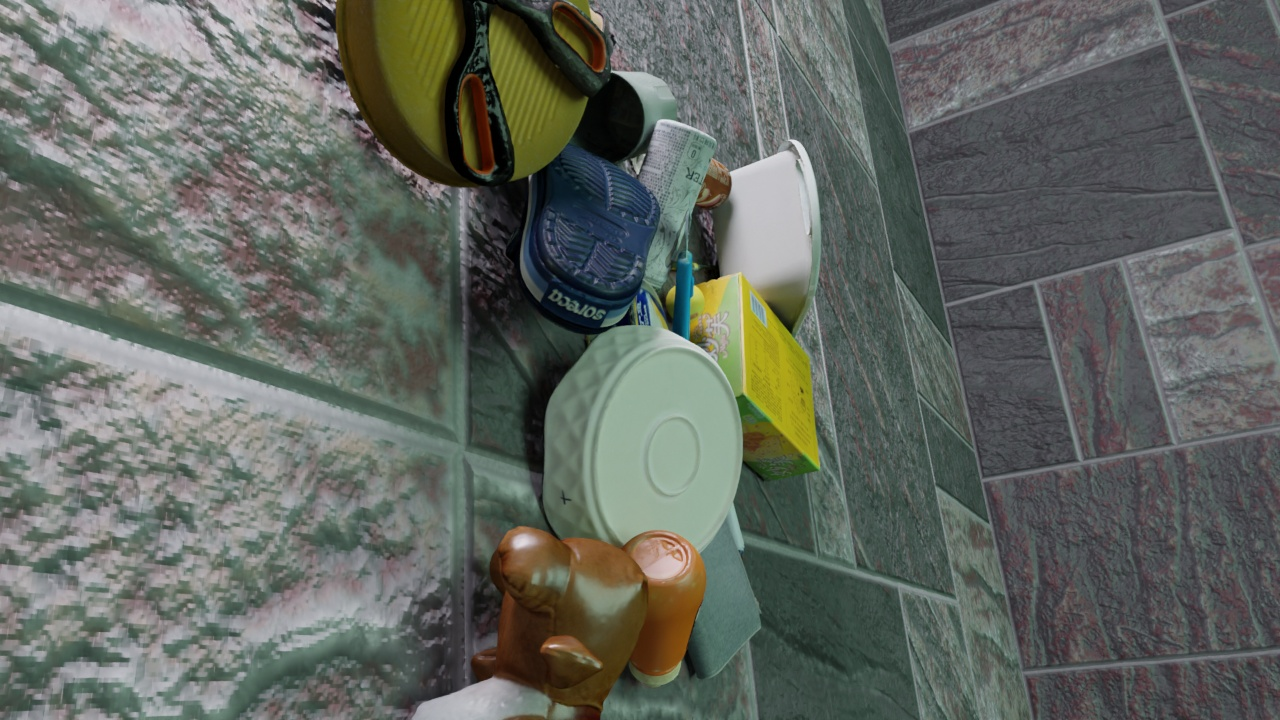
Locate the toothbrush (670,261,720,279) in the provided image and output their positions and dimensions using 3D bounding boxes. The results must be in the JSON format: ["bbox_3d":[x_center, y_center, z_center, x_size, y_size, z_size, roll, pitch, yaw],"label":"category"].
[{"bbox_3d":[0.053,-0.100,1.013,0.185,0.012,0.017,-8,95,-64],"label":"toothbrush"}]

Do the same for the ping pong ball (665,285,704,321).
[{"bbox_3d":[0.046,-0.059,0.942,0.040,0.040,0.040,39,43,-50],"label":"ping pong ball"}]

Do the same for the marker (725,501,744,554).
[{"bbox_3d":[0.084,0.134,0.940,0.022,0.018,0.130,-1,77,-73],"label":"marker"}]

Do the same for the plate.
[{"bbox_3d":[0.012,0.073,0.719,0.204,0.046,0.205,0,90,-46],"label":"plate"}]

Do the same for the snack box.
[{"bbox_3d":[0.127,0.024,1.024,0.210,0.070,0.157,42,41,-48],"label":"snack box"}]

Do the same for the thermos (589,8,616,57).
[{"bbox_3d":[-0.093,-0.282,0.743,0.143,0.093,0.092,40,42,-38],"label":"thermos"}]

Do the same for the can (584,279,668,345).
[{"bbox_3d":[-0.005,0.005,0.798,0.074,0.049,0.148,6,71,-62],"label":"can"}]

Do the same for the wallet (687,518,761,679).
[{"bbox_3d":[0.061,0.204,0.835,0.106,0.037,0.129,-23,96,-53],"label":"wallet"}]

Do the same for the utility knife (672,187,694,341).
[{"bbox_3d":[0.040,-0.074,0.848,0.224,0.018,0.034,90,8,-49],"label":"utility knife"}]

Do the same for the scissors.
[{"bbox_3d":[-0.093,-0.222,0.595,0.220,0.022,0.232,4,97,-50],"label":"scissors"}]

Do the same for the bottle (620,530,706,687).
[{"bbox_3d":[0.012,0.192,0.673,0.066,0.067,0.150,-70,166,-50],"label":"bottle"}]

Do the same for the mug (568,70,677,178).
[{"bbox_3d":[-0.019,-0.211,0.869,0.103,0.084,0.124,-41,138,-63],"label":"mug"}]

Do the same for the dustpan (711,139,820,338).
[{"bbox_3d":[0.176,-0.136,1.107,0.257,0.143,0.222,32,48,-59],"label":"dustpan"}]

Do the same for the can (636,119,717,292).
[{"bbox_3d":[0.018,-0.140,0.832,0.058,0.058,0.147,7,104,-62],"label":"can"}]

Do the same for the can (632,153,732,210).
[{"bbox_3d":[0.049,-0.206,1.008,0.147,0.058,0.058,5,72,-62],"label":"can"}]

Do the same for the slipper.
[{"bbox_3d":[-0.048,-0.085,0.693,0.105,0.095,0.252,26,27,-18],"label":"slipper"}]

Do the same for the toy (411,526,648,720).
[{"bbox_3d":[-0.064,0.194,0.506,0.140,0.130,0.199,122,-27,-73],"label":"toy"}]

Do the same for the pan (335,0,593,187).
[{"bbox_3d":[-0.099,-0.296,0.649,0.197,0.078,0.357,27,79,-50],"label":"pan"}]
